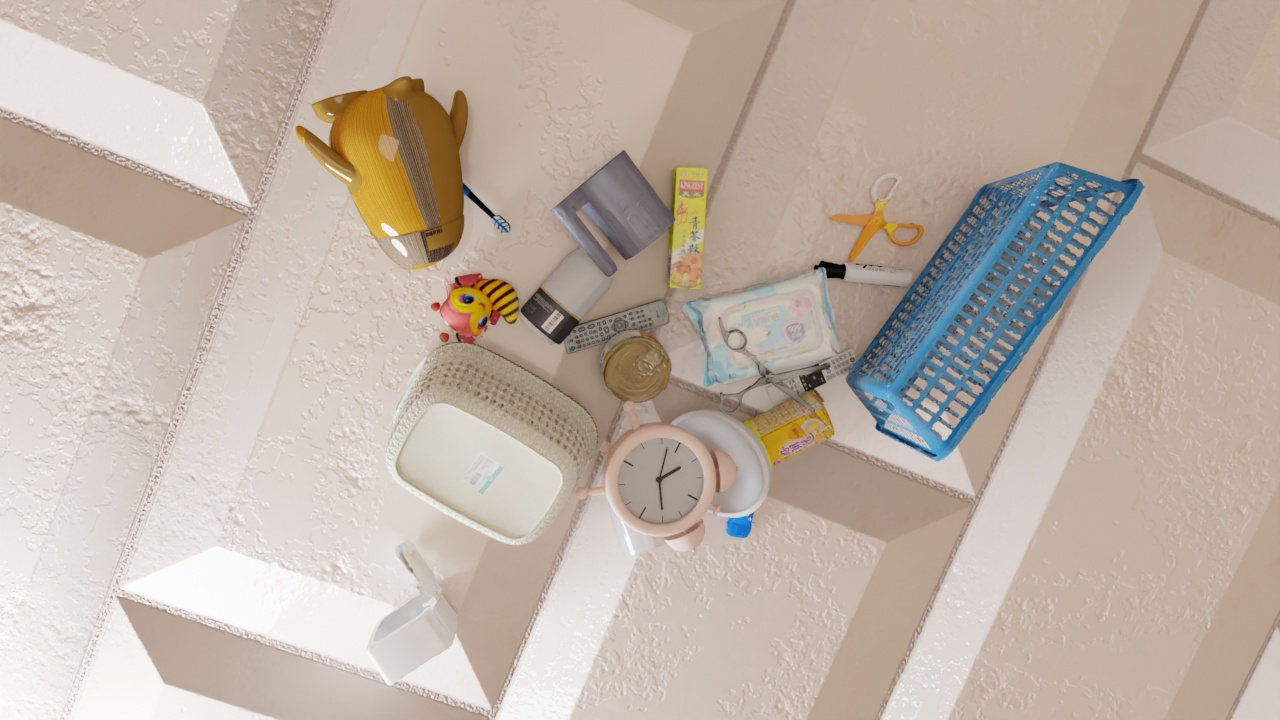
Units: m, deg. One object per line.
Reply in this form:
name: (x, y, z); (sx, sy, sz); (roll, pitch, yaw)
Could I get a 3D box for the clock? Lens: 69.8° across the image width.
clock: (0.023, 0.141, 1.099); (0.160, 0.086, 0.131); (28, 88, 0)

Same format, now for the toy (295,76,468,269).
toy: (-0.270, -0.205, 1.039); (0.198, 0.163, 0.203); (-25, 109, -32)

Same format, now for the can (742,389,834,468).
can: (0.187, 0.088, 1.165); (0.105, 0.067, 0.067); (-26, 100, -3)

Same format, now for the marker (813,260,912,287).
marker: (0.283, -0.111, 1.169); (0.126, 0.025, 0.025); (5, 97, -7)

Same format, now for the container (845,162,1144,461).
container: (0.384, -0.070, 1.074); (0.089, 0.257, 0.362); (35, 93, -3)

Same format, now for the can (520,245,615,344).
can: (-0.085, -0.083, 1.113); (0.064, 0.064, 0.127); (41, 92, -10)

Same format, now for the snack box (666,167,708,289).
snack box: (0.058, -0.163, 1.135); (0.040, 0.029, 0.148); (2, 98, -7)

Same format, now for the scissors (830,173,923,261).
scissors: (0.302, -0.184, 1.168); (0.125, 0.011, 0.127); (3, 96, -8)

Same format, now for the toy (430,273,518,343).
toy: (-0.200, -0.065, 1.114); (0.103, 0.046, 0.084); (-16, 93, -8)

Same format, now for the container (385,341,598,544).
container: (-0.180, 0.104, 1.089); (0.246, 0.142, 0.185); (30, 107, -9)

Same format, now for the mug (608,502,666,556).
mug: (0.011, 0.185, 1.166); (0.107, 0.071, 0.089); (-21, 91, -31)

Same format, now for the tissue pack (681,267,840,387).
tissue pack: (0.152, -0.040, 1.142); (0.182, 0.070, 0.112); (-14, 100, -3)

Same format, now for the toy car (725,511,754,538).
toy car: (0.139, 0.191, 1.176); (0.033, 0.062, 0.092); (11, 96, -8)

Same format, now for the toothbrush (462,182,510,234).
toothbrush: (-0.221, -0.214, 1.105); (0.167, 0.014, 0.014); (43, 102, -10)

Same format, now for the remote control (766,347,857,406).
remote control: (0.223, 0.022, 1.187); (0.124, 0.012, 0.028); (-25, 100, -2)

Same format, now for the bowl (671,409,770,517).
bowl: (0.102, 0.122, 1.147); (0.150, 0.043, 0.150); (18, 123, 28)

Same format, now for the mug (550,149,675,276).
mug: (-0.032, -0.172, 1.087); (0.104, 0.084, 0.123); (51, 59, -12)

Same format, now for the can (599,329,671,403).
can: (-0.007, 0.007, 1.137); (0.086, 0.043, 0.086); (-3, 109, -8)

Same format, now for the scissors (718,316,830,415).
scissors: (0.148, 0.011, 1.110); (0.142, 0.014, 0.173); (-32, 108, 11)

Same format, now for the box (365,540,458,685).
box: (-0.288, 0.294, 1.122); (0.126, 0.108, 0.137); (-33, 101, -3)

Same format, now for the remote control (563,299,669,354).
remote control: (-0.031, -0.043, 1.150); (0.136, 0.013, 0.033); (-18, 100, -4)
